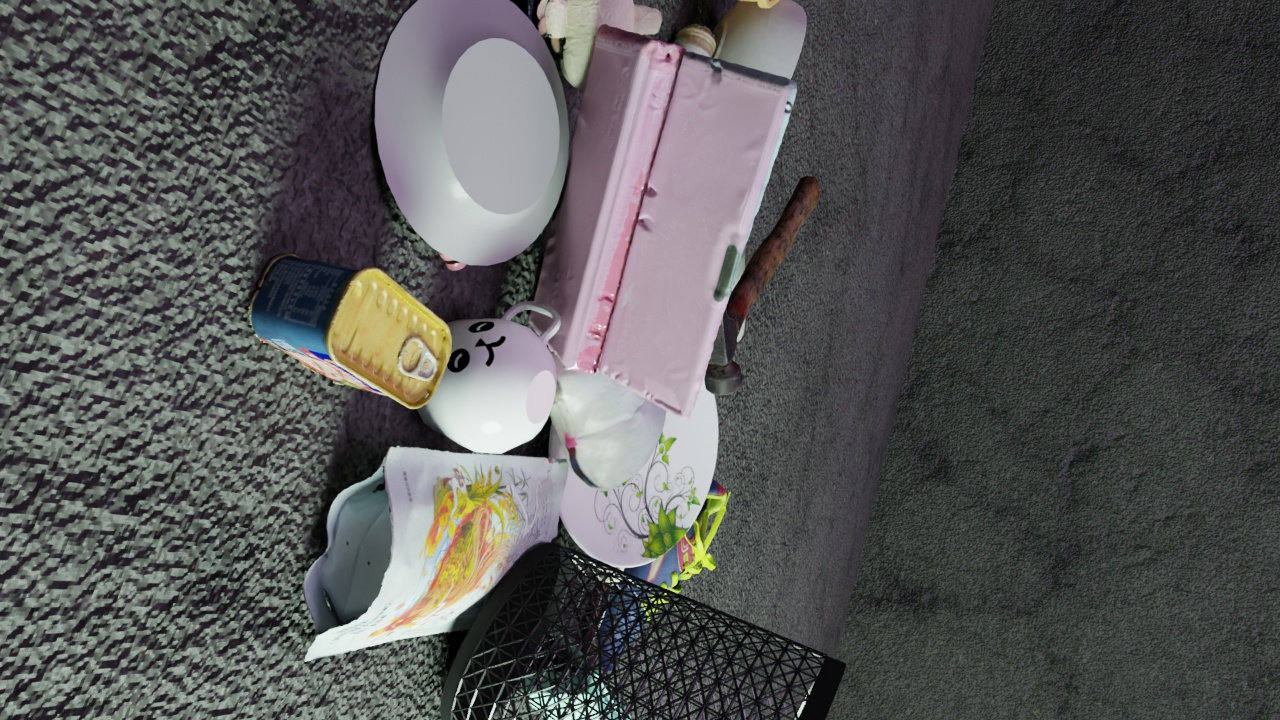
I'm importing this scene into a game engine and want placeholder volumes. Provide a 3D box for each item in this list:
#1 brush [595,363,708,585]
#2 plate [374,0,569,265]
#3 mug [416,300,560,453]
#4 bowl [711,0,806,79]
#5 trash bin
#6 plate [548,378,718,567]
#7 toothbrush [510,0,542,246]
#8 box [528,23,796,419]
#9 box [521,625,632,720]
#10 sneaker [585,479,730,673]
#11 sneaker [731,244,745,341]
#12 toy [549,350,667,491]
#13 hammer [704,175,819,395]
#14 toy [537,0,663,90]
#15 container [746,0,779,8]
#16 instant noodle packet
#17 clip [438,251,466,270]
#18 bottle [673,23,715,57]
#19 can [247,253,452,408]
[{"bbox_3d":[0.012,0.099,0.939,0.077,0.062,0.272,30,77,-37],"label":"brush"},{"bbox_3d":[-0.093,-0.147,0.580,0.172,0.019,0.173,-16,109,-54],"label":"plate"},{"bbox_3d":[-0.092,0.005,0.623,0.123,0.076,0.090,-60,151,-34],"label":"mug"},{"bbox_3d":[0.097,-0.288,0.879,0.132,0.064,0.132,-164,-89,-75],"label":"bowl"},{"bbox_3d":[-0.004,0.268,0.698,0.216,0.243,0.217,-54,160,-30],"label":"trash bin"},{"bbox_3d":[-0.009,0.077,0.865,0.228,0.030,0.229,-3,94,-47],"label":"plate"},{"bbox_3d":[-0.078,-0.171,0.650,0.017,0.014,0.188,-54,148,-57],"label":"toothbrush"},{"bbox_3d":[-0.005,-0.096,0.622,0.055,0.180,0.233,-2,115,-42],"label":"box"},{"bbox_3d":[-0.048,0.319,0.893,0.189,0.077,0.079,70,23,-48],"label":"box"},{"bbox_3d":[0.022,0.220,0.964,0.241,0.091,0.116,-62,154,-30],"label":"sneaker"},{"bbox_3d":[0.052,-0.122,0.889,0.079,0.087,0.236,-12,108,-22],"label":"sneaker"},{"bbox_3d":[-0.005,0.005,0.781,0.138,0.086,0.208,59,46,-30],"label":"toy"},{"bbox_3d":[0.123,-0.108,0.885,0.329,0.033,0.120,-55,145,-48],"label":"hammer"},{"bbox_3d":[-0.035,-0.241,0.666,0.112,0.050,0.087,1,107,-33],"label":"toy"},{"bbox_3d":[0.129,-0.392,0.813,0.182,0.167,0.129,-44,139,-51],"label":"container"},{"bbox_3d":[-0.122,0.133,0.648,0.147,0.057,0.269,-69,157,-1],"label":"instant noodle packet"},{"bbox_3d":[-0.113,-0.087,0.602,0.057,0.022,0.035,-62,155,-28],"label":"clip"},{"bbox_3d":[0.038,-0.251,0.834,0.042,0.043,0.109,46,58,-62],"label":"bottle"},{"bbox_3d":[-0.154,-0.015,0.497,0.053,0.059,0.100,-70,155,-16],"label":"can"}]
